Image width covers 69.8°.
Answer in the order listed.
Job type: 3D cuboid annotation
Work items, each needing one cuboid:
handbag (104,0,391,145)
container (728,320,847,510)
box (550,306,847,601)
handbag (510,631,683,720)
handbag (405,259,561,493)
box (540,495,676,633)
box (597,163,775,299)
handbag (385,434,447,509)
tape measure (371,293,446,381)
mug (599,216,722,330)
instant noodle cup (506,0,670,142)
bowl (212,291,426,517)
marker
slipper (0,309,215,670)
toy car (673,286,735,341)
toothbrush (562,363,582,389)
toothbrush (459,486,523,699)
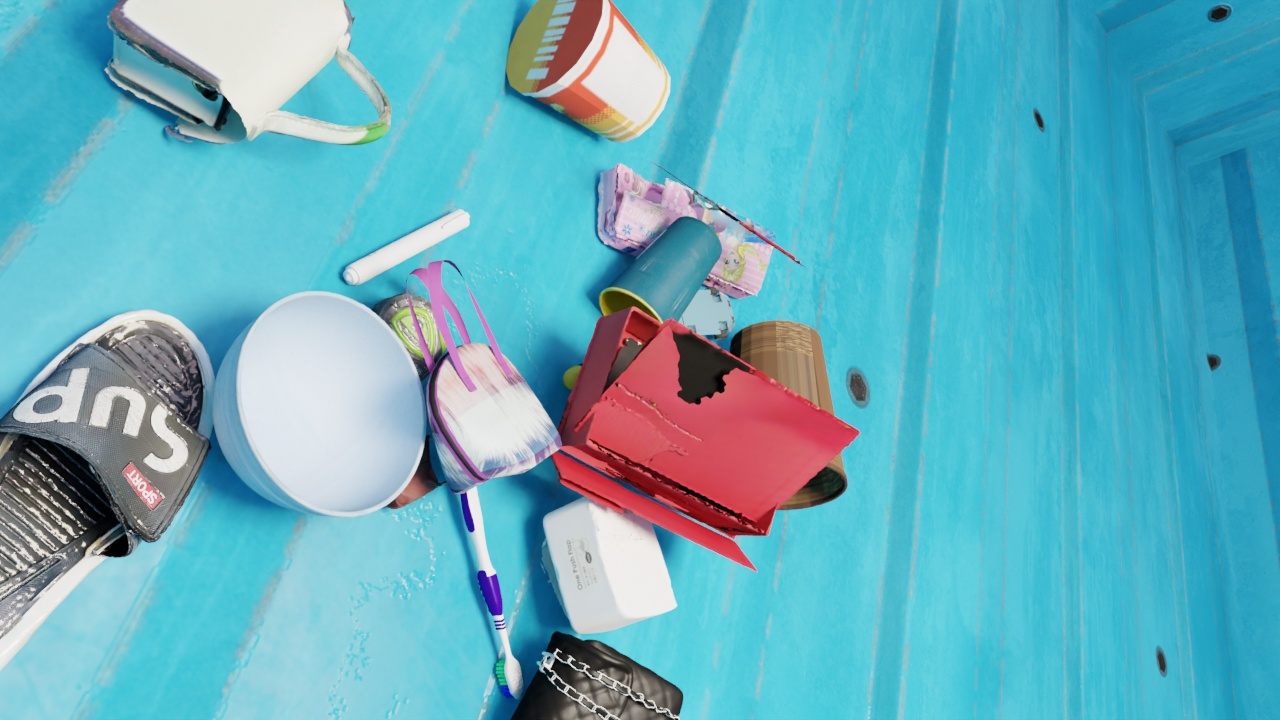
[{"bbox_3d":[-0.264,-0.207,0.662,0.176,0.074,0.150,32,51,-11],"label":"handbag"},{"bbox_3d":[0.145,0.055,0.964,0.132,0.132,0.167,28,52,-36],"label":"container"},{"bbox_3d":[0.044,0.150,0.696,0.212,0.128,0.424,31,34,-26],"label":"box"},{"bbox_3d":[-0.040,0.292,0.687,0.125,0.115,0.153,42,64,-20],"label":"handbag"},{"bbox_3d":[-0.130,0.006,0.697,0.170,0.068,0.144,68,18,-3],"label":"handbag"},{"bbox_3d":[-0.043,0.177,0.779,0.102,0.102,0.108,18,52,-60],"label":"box"},{"bbox_3d":[0.058,-0.136,0.983,0.230,0.063,0.084,18,64,-41],"label":"box"},{"bbox_3d":[-0.155,0.076,0.724,0.119,0.029,0.055,-13,91,-52],"label":"handbag"},{"bbox_3d":[-0.184,-0.020,0.719,0.065,0.036,0.058,54,55,-22],"label":"tape measure"},{"bbox_3d":[0.025,-0.082,0.899,0.078,0.078,0.121,49,62,-22],"label":"mug"},{"bbox_3d":[-0.044,-0.285,0.900,0.121,0.124,0.123,28,57,-45],"label":"instant noodle cup"},{"bbox_3d":[-0.225,0.036,0.619,0.150,0.075,0.150,30,52,-48],"label":"bowl"},{"bbox_3d":[-0.189,-0.094,0.750,0.133,0.020,0.017,-41,107,-45],"label":"marker"},{"bbox_3d":[-0.330,0.076,0.518,0.111,0.063,0.263,49,49,-21],"label":"slipper"},{"bbox_3d":[0.058,-0.048,0.979,0.107,0.028,0.060,-5,80,-51],"label":"toy car"},{"bbox_3d":[-0.005,0.005,0.896,0.196,0.031,0.031,-12,88,-51],"label":"toothbrush"},{"bbox_3d":[-0.119,0.174,0.719,0.015,0.016,0.186,-12,88,-58],"label":"toothbrush"}]
